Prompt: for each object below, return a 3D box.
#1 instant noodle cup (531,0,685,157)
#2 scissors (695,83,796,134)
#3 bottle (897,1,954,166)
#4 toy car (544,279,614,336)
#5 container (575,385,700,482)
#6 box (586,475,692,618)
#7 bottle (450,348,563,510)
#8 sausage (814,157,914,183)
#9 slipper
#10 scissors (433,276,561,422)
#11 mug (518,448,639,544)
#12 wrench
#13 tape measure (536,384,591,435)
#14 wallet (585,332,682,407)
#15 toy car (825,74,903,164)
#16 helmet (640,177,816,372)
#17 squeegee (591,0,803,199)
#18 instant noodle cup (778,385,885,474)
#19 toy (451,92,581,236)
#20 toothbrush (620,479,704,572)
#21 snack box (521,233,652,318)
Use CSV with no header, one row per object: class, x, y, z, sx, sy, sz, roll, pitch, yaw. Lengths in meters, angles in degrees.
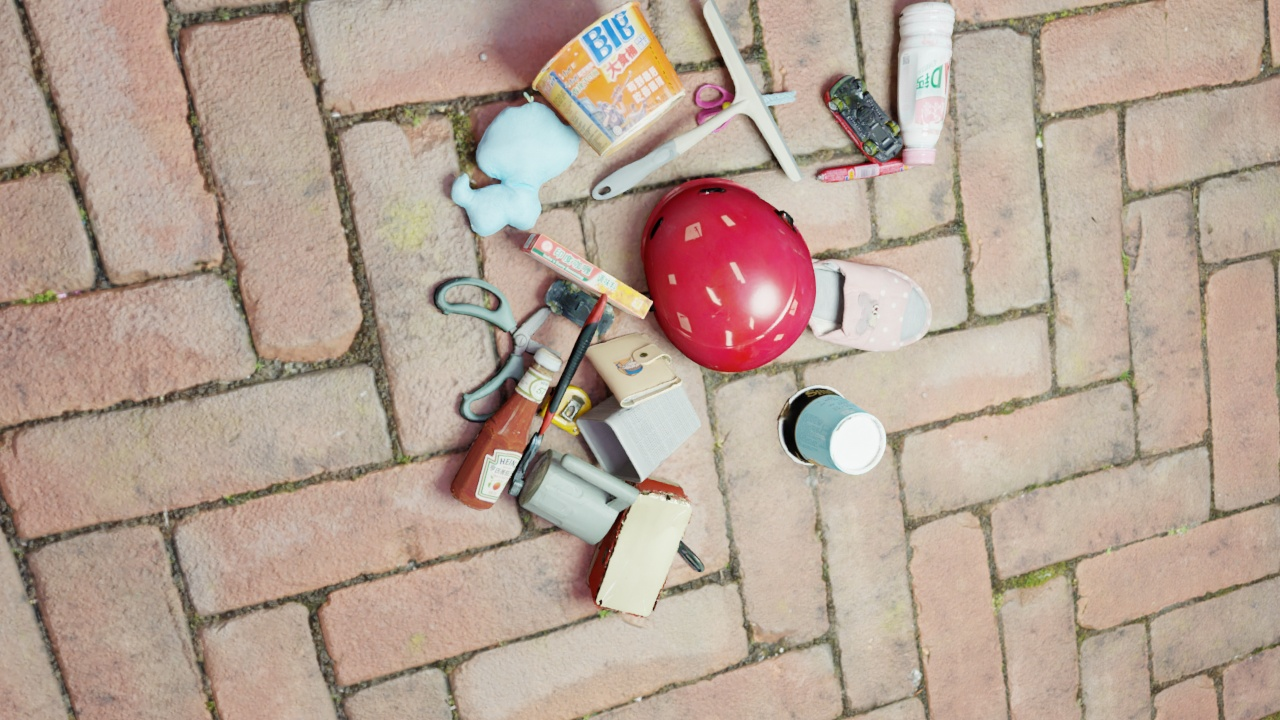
instant noodle cup,-0.029,-0.306,1.023,0.151,0.151,0.111,-38,98,-7
scissors,0.132,-0.324,1.141,0.135,0.017,0.063,-15,99,-9
bottle,0.360,-0.350,1.173,0.068,0.068,0.197,0,97,-16
toy car,-0.075,-0.064,1.117,0.090,0.034,0.043,29,87,-20
container,0.001,0.077,1.122,0.114,0.090,0.090,-37,108,-26
box,0.001,0.235,1.150,0.091,0.079,0.168,17,103,-16
bottle,-0.156,0.081,1.093,0.059,0.060,0.206,28,96,-18
sausage,0.299,-0.249,1.200,0.155,0.020,0.020,-11,101,-14
slipper,0.265,-0.078,1.199,0.274,0.054,0.114,11,96,-15
scissors,-0.189,-0.017,1.101,0.170,0.019,0.173,37,89,-16
mug,-0.075,0.158,1.110,0.103,0.124,0.083,31,52,-16
wrench,-0.098,0.042,1.085,0.016,0.056,0.274,24,105,-10
tape measure,-0.089,0.059,1.135,0.060,0.029,0.057,33,88,-18
wallet,-0.007,0.006,1.108,0.087,0.115,0.024,-18,128,-17
toy car,0.282,-0.306,1.173,0.053,0.045,0.120,-40,99,-9
helmet,0.105,-0.094,1.086,0.207,0.143,0.240,-32,105,8
squeegee,0.048,-0.263,1.107,0.246,0.039,0.246,-32,109,-3
instant noodle cup,0.252,0.096,1.188,0.111,0.120,0.111,-2,99,-15
toy,-0.142,-0.228,1.064,0.161,0.050,0.156,-10,112,-13
toothbrush,0.028,0.217,1.200,0.015,0.018,0.181,-44,108,-9
snack box,-0.065,-0.101,1.091,0.155,0.077,0.027,30,89,-18
